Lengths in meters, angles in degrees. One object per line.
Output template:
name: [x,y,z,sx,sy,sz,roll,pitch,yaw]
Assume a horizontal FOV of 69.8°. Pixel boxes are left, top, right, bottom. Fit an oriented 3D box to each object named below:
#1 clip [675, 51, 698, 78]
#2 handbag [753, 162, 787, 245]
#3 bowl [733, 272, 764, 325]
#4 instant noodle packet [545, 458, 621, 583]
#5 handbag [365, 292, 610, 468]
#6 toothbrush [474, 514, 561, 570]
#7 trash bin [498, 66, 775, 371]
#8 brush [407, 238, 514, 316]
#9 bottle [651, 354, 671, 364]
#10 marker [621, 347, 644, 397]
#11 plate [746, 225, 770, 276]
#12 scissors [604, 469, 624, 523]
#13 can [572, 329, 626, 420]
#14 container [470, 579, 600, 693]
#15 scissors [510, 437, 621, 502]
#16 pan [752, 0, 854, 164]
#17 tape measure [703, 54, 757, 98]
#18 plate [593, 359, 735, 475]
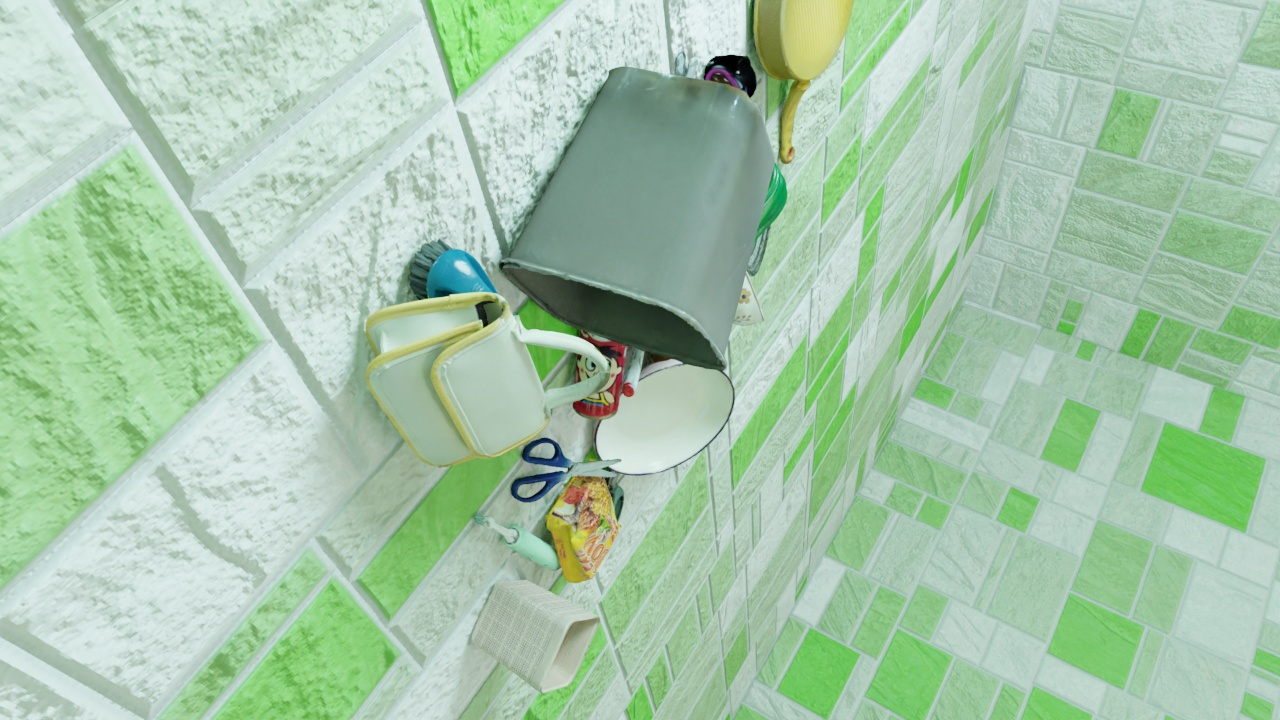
clip: [0.045,-0.298,0.974,0.025,0.032,0.057,-41,153,-41]
handbag: [0.093,-0.186,1.034,0.120,0.131,0.068,-59,151,-8]
bowl: [0.118,-0.094,1.230,0.062,0.113,0.113,-22,154,8]
instant noodle packet: [-0.067,0.204,1.135,0.110,0.044,0.128,-54,143,-39]
handbag: [-0.115,0.015,0.739,0.163,0.179,0.063,77,1,-54]
toothbrush: [-0.135,0.208,1.051,0.224,0.027,0.026,57,47,-63]
trash bin: [0.012,-0.133,0.862,0.219,0.199,0.199,-70,159,-10]
brush: [-0.136,-0.040,0.762,0.055,0.073,0.144,-54,154,-19]
bottle: [0.047,-0.007,1.179,0.067,0.068,0.190,-48,150,-36]
marker: [-0.006,0.006,1.069,0.145,0.017,0.017,-77,180,-66]
plate: [0.153,-0.203,1.239,0.179,0.024,0.179,9,89,-73]
scissors: [-0.053,0.187,1.212,0.142,0.019,0.180,-32,141,-51]
can: [-0.043,-0.002,1.013,0.053,0.053,0.133,-36,142,-49]
container: [-0.124,0.314,1.065,0.090,0.111,0.090,-66,156,-1]
scissors: [-0.079,0.117,1.058,0.172,0.012,0.133,-29,131,-36]
pan: [0.204,-0.393,1.181,0.197,0.078,0.358,-50,145,-27]
tape measure: [0.099,-0.309,1.022,0.039,0.057,0.058,-46,135,-28]
plate: [0.026,0.065,1.154,0.192,0.039,0.193,-16,136,-16]
